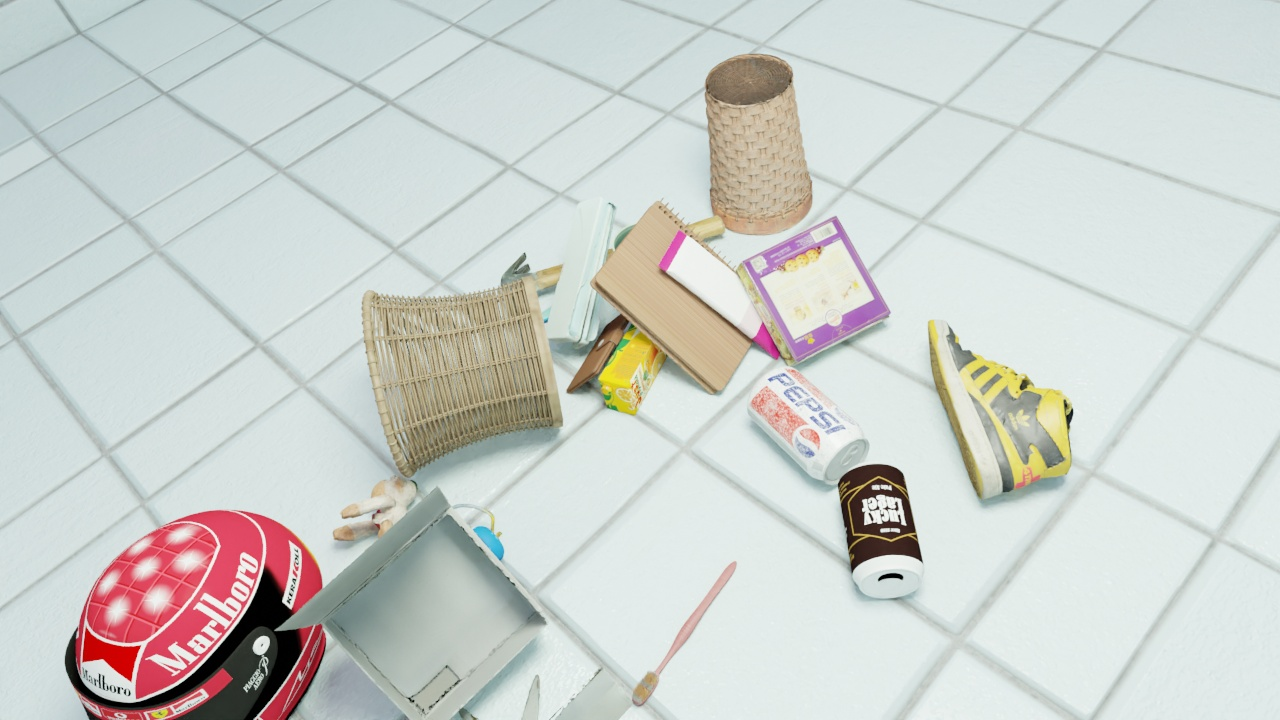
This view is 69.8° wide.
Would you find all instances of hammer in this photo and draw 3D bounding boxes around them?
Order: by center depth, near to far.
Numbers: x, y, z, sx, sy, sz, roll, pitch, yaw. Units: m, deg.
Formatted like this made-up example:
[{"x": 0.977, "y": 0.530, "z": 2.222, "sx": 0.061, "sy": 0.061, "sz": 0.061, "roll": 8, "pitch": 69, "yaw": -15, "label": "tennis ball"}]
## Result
[{"x": -0.039, "y": -0.149, "z": 1.314, "sx": 0.330, "sy": 0.033, "sz": 0.132, "roll": -18, "pitch": 34, "yaw": -6, "label": "hammer"}]

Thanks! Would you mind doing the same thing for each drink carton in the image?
[{"x": -0.007, "y": 0.007, "z": 1.163, "sx": 0.041, "sy": 0.058, "sz": 0.122, "roll": 14, "pitch": 54, "yaw": 23, "label": "drink carton"}]

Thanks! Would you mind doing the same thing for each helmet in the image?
[{"x": -0.443, "y": 0.276, "z": 0.915, "sx": 0.198, "sy": 0.225, "sz": 0.270, "roll": 10, "pitch": 51, "yaw": 21, "label": "helmet"}]

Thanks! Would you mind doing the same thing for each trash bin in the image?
[{"x": 0.165, "y": -0.303, "z": 1.296, "sx": 0.151, "sy": 0.210, "sz": 0.151, "roll": -6, "pitch": 49, "yaw": 7, "label": "trash bin"}]

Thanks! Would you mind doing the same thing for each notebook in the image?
[{"x": 0.060, "y": -0.086, "z": 1.163, "sx": 0.210, "sy": 0.022, "sz": 0.168, "roll": 42, "pitch": 58, "yaw": -10, "label": "notebook"}]

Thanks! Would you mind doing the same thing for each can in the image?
[{"x": 0.248, "y": 0.173, "z": 0.950, "sx": 0.072, "sy": 0.072, "sz": 0.128, "roll": -6, "pitch": 48, "yaw": 7, "label": "can"}, {"x": 0.189, "y": 0.073, "z": 1.047, "sx": 0.078, "sy": 0.078, "sz": 0.136, "roll": -31, "pitch": 50, "yaw": -15, "label": "can"}]

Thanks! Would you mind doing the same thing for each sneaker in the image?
[{"x": 0.402, "y": 0.037, "z": 1.023, "sx": 0.122, "sy": 0.086, "sz": 0.238, "roll": -13, "pitch": 51, "yaw": 10, "label": "sneaker"}]

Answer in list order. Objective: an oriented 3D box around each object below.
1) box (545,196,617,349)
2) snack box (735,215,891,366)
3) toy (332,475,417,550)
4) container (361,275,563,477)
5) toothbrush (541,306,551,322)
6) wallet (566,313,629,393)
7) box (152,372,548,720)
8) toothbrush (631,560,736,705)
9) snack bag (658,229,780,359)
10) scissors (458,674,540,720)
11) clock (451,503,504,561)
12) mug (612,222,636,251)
[{"x": -0.075, "y": -0.117, "z": 1.218, "sx": 0.070, "sy": 0.085, "sz": 0.198, "roll": 13, "pitch": 79, "yaw": -3, "label": "box"}, {"x": 0.218, "y": -0.088, "z": 1.160, "sx": 0.143, "sy": 0.041, "sz": 0.148, "roll": -26, "pitch": 83, "yaw": -11, "label": "snack box"}, {"x": -0.302, "y": 0.171, "z": 1.075, "sx": 0.074, "sy": 0.085, "sz": 0.105, "roll": 29, "pitch": 48, "yaw": 8, "label": "toy"}, {"x": -0.209, "y": 0.009, "z": 1.107, "sx": 0.196, "sy": 0.227, "sz": 0.226, "roll": -12, "pitch": 47, "yaw": -7, "label": "container"}, {"x": -0.086, "y": -0.086, "z": 1.292, "sx": 0.135, "sy": 0.017, "sz": 0.022, "roll": -26, "pitch": 49, "yaw": -10, "label": "toothbrush"}, {"x": -0.051, "y": -0.016, "z": 1.188, "sx": 0.013, "sy": 0.088, "sz": 0.120, "roll": 38, "pitch": 56, "yaw": -12, "label": "wallet"}, {"x": -0.237, "y": 0.177, "z": 0.820, "sx": 0.166, "sy": 0.413, "sz": 0.149, "roll": -42, "pitch": 50, "yaw": -15, "label": "box"}, {"x": 0.049, "y": 0.275, "z": 0.944, "sx": 0.015, "sy": 0.016, "sz": 0.184, "roll": 28, "pitch": 58, "yaw": 24, "label": "toothbrush"}, {"x": 0.111, "y": -0.083, "z": 1.166, "sx": 0.196, "sy": 0.016, "sz": 0.070, "roll": 37, "pitch": 55, "yaw": -13, "label": "snack bag"}, {"x": -0.117, "y": 0.411, "z": 0.860, "sx": 0.225, "sy": 0.016, "sz": 0.225, "roll": 27, "pitch": 59, "yaw": 32, "label": "scissors"}, {"x": -0.216, "y": 0.230, "z": 1.013, "sx": 0.117, "sy": 0.060, "sz": 0.161, "roll": 7, "pitch": 50, "yaw": 19, "label": "clock"}, {"x": 0.004, "y": -0.113, "z": 1.236, "sx": 0.084, "sy": 0.104, "sz": 0.111, "roll": 18, "pitch": 54, "yaw": 26, "label": "mug"}]
